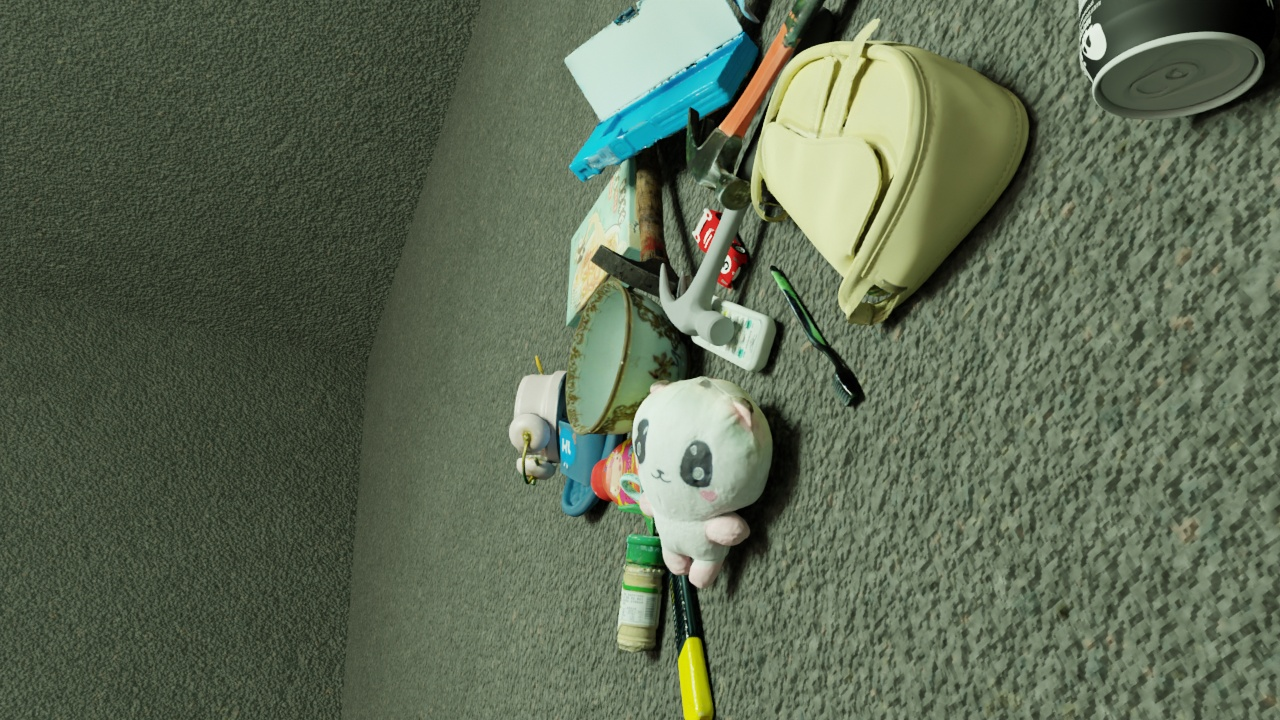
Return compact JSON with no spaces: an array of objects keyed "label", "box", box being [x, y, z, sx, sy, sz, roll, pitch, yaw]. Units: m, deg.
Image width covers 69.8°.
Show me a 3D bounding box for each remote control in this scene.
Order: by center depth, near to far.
[{"label":"remote control","box":[0.085,-0.026,0.840,0.133,0.022,0.050,-146,69,-66]}]

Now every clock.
[{"label":"clock","box":[-0.122,0.084,1.150,0.117,0.059,0.157,84,-168,-48]}]

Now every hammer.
[{"label":"hammer","box":[0.139,-0.296,0.783,0.334,0.033,0.133,-57,32,21]},{"label":"hammer","box":[0.098,-0.170,0.836,0.125,0.029,0.311,36,106,60]},{"label":"hammer","box":[0.003,-0.189,1.029,0.033,0.120,0.329,-51,27,35]}]

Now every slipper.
[{"label":"slipper","box":[-0.058,0.082,1.078,0.104,0.059,0.214,25,101,65]}]

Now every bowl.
[{"label":"bowl","box":[-0.006,0.006,0.944,0.160,0.093,0.160,-168,90,-68]}]

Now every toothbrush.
[{"label":"toothbrush","box":[0.135,-0.025,0.736,0.187,0.014,0.017,-109,30,-51]}]

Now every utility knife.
[{"label":"utility knife","box":[0.041,0.236,0.818,0.029,0.020,0.173,-54,34,43]}]

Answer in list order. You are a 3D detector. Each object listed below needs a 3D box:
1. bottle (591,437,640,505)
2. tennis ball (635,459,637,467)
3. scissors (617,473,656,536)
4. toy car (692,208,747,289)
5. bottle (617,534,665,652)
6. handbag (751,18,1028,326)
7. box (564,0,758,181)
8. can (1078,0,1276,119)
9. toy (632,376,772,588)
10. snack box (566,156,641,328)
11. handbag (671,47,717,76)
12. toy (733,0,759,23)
[{"label":"bottle","box":[-0.007,0.117,0.952,0.134,0.048,0.071,152,125,-62]},{"label":"tennis ball","box":[0.028,0.093,0.859,0.065,0.065,0.065,-168,91,-67]},{"label":"scissors","box":[0.002,0.139,0.881,0.012,0.112,0.131,-52,21,-25]},{"label":"toy car","box":[0.078,-0.110,0.896,0.089,0.025,0.038,-106,36,-49]},{"label":"bottle","box":[0.002,0.225,0.889,0.043,0.042,0.110,166,113,-65]},{"label":"handbag","box":[0.153,-0.145,0.663,0.232,0.088,0.191,-114,38,-54]},{"label":"box","box":[-0.001,-0.303,0.984,0.244,0.113,0.113,-16,38,48]},{"label":"can","box":[0.258,-0.200,0.448,0.080,0.080,0.146,156,123,-63]},{"label":"toy","box":[0.049,0.100,0.772,0.139,0.101,0.179,16,103,45]},{"label":"snack box","box":[-0.038,-0.144,1.160,0.194,0.044,0.141,133,144,-52]},{"label":"handbag","box":[0.052,-0.380,1.091,0.177,0.027,0.084,-99,30,-43]},{"label":"toy","box":[0.131,-0.441,0.866,0.191,0.098,0.224,30,115,55]}]
